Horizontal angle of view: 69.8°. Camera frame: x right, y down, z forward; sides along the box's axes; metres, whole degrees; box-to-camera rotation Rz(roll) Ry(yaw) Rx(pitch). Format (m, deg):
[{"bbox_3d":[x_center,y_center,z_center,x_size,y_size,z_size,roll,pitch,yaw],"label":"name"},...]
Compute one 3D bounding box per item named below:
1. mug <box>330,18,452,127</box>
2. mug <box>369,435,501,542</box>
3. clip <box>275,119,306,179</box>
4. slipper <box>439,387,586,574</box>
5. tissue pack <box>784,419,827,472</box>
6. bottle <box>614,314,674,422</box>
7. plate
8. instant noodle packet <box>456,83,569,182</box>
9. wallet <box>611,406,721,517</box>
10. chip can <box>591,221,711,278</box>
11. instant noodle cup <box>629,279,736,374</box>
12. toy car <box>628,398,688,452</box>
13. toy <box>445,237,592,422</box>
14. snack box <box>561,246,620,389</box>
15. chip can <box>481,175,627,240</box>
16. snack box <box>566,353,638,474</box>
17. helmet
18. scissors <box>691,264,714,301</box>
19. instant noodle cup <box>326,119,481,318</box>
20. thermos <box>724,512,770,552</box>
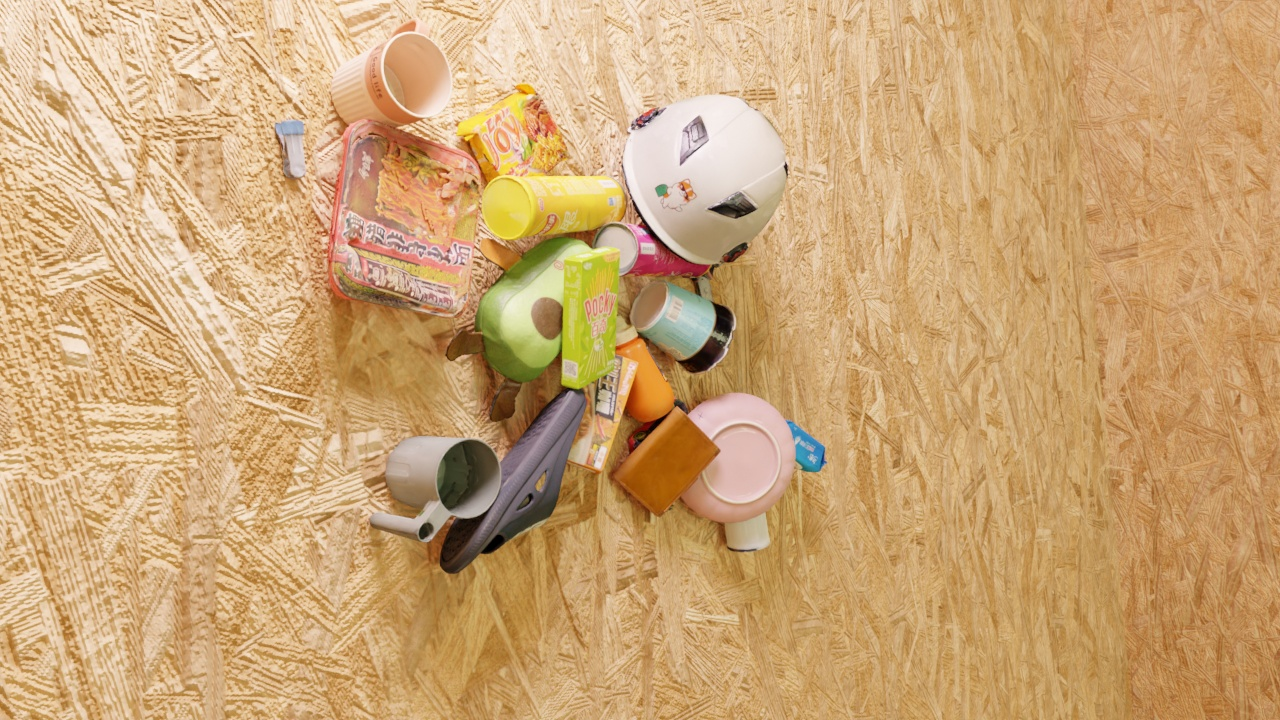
[{"bbox_3d":[-0.254,-0.296,0.946,0.081,0.106,0.114,25,72,-43],"label":"mug"},{"bbox_3d":[-0.223,0.136,0.973,0.123,0.104,0.084,-52,124,-32],"label":"mug"},{"bbox_3d":[-0.346,-0.209,0.913,0.026,0.042,0.058,-16,104,-47],"label":"clip"},{"bbox_3d":[-0.125,0.144,1.058,0.083,0.111,0.267,42,57,-13],"label":"slipper"},{"bbox_3d":[0.219,0.131,1.442,0.157,0.095,0.052,35,71,-40],"label":"tissue pack"},{"bbox_3d":[-0.007,0.007,1.236,0.066,0.067,0.149,-34,106,-41],"label":"bottle"},{"bbox_3d":[0.140,0.144,1.327,0.192,0.039,0.192,-1,95,-13],"label":"plate"},{"bbox_3d":[-0.150,-0.260,1.100,0.128,0.044,0.111,-47,118,-36],"label":"instant noodle packet"},{"bbox_3d":[0.043,0.146,1.259,0.130,0.035,0.119,-46,122,-4],"label":"wallet"},{"bbox_3d":[0.021,-0.146,1.225,0.210,0.072,0.071,-8,95,-58],"label":"chip can"},{"bbox_3d":[0.052,-0.053,1.272,0.120,0.111,0.111,28,70,-33],"label":"instant noodle cup"},{"bbox_3d":[0.027,0.097,1.283,0.106,0.031,0.049,-44,124,-25],"label":"toy car"},{"bbox_3d":[-0.127,-0.055,1.088,0.246,0.090,0.227,-57,133,-26],"label":"toy"},{"bbox_3d":[-0.059,-0.052,1.090,0.085,0.026,0.156,-27,125,-57],"label":"snack box"},{"bbox_3d":[-0.097,-0.187,1.099,0.212,0.072,0.072,-21,105,-59],"label":"chip can"},{"bbox_3d":[-0.061,0.061,1.170,0.075,0.026,0.153,20,71,-4],"label":"snack box"},{"bbox_3d":[0.107,-0.257,1.220,0.230,0.157,0.273,57,31,-6],"label":"helmet"},{"bbox_3d":[0.100,-0.127,1.377,0.201,0.015,0.205,43,59,-37],"label":"scissors"},{"bbox_3d":[-0.254,-0.144,0.963,0.164,0.079,0.188,13,81,-45],"label":"instant noodle cup"},{"bbox_3d":[0.151,0.172,1.387,0.073,0.073,0.224,-16,101,-45],"label":"thermos"}]
